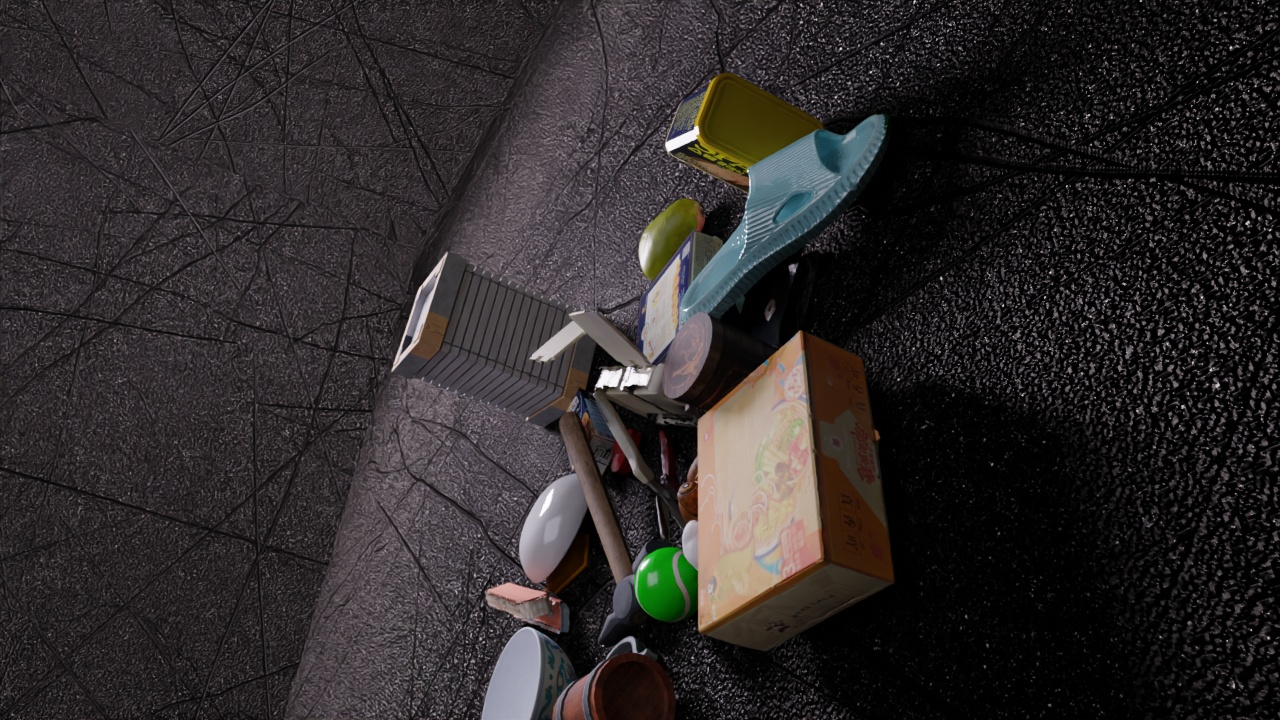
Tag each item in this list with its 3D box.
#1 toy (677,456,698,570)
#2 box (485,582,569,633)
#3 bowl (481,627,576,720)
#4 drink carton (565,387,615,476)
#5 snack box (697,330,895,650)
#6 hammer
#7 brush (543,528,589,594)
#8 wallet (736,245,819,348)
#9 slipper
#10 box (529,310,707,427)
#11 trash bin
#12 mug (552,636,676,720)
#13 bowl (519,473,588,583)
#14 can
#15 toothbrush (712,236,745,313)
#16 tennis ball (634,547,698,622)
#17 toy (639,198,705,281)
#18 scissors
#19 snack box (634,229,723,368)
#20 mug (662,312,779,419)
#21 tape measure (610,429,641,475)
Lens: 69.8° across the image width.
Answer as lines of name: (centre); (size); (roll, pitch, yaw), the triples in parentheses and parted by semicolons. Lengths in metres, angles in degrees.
toy: (0.065, 0.142, 0.776); (0.067, 0.087, 0.112); (-33, 40, 9)
box: (-0.143, 0.304, 1.128); (0.056, 0.067, 0.187); (-35, 6, -25)
bowl: (-0.104, 0.362, 0.965); (0.144, 0.074, 0.143); (-50, 28, 38)
drink carton: (-0.067, 0.093, 1.182); (0.064, 0.040, 0.130); (-60, 23, 17)
snack box: (0.115, 0.100, 0.694); (0.145, 0.080, 0.194); (-46, 30, 43)
hammer: (-0.045, 0.161, 1.016); (0.129, 0.040, 0.321); (-62, 30, 24)
brush: (-0.100, 0.260, 1.131); (0.127, 0.017, 0.048); (-49, 28, 39)
wallet: (0.129, -0.055, 0.881); (0.089, 0.026, 0.114); (-17, 51, 63)
slipper: (0.120, -0.135, 0.865); (0.277, 0.069, 0.115); (-43, 21, 28)
box: (-0.005, 0.004, 0.936); (0.144, 0.180, 0.080); (-4, 62, 61)
trash bin: (-0.209, -0.024, 1.345); (0.143, 0.246, 0.142); (-32, 41, 56)
mug: (-0.022, 0.304, 0.841); (0.111, 0.081, 0.117); (-46, 12, 50)
bowl: (-0.116, 0.202, 1.152); (0.150, 0.043, 0.149); (-55, 14, 21)
can: (0.106, -0.231, 0.961); (0.075, 0.135, 0.104); (-69, 19, -4)
toothbrush: (0.097, -0.091, 1.007); (0.017, 0.016, 0.180); (-55, 24, 24)
tennis ball: (0.027, 0.201, 0.824); (0.066, 0.065, 0.065); (-50, 28, 38)
toy: (0.039, -0.155, 1.156); (0.110, 0.051, 0.089); (-49, 31, 34)
scissors: (0.009, 0.104, 0.914); (0.015, 0.179, 0.198); (-42, 2, 18)
snack box: (0.042, -0.048, 1.037); (0.145, 0.042, 0.144); (130, 152, -51)
mug: (0.076, 0.024, 0.820); (0.116, 0.107, 0.079); (-48, 29, 40)
tape measure: (-0.018, 0.109, 1.081); (0.059, 0.019, 0.051); (154, 132, -69)
